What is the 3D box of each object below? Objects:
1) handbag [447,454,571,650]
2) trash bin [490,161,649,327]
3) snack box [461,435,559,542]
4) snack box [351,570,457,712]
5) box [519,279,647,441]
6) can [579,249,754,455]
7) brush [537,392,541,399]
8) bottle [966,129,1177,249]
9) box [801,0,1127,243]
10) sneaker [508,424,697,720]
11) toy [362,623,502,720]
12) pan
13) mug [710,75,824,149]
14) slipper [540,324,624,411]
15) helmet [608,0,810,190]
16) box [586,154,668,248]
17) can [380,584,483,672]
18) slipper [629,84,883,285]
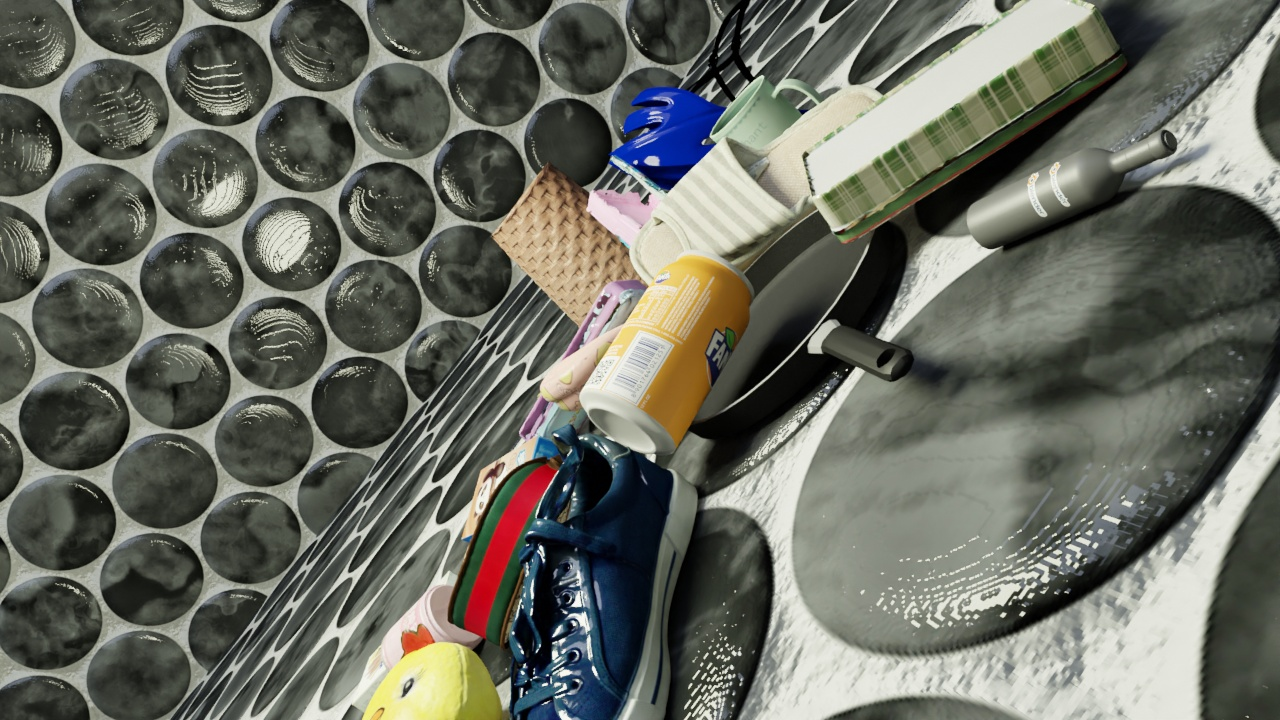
[{"bbox_3d":[-0.093,0.150,0.758,0.138,0.063,0.167,-28,-40,-74],"label":"handbag"},{"bbox_3d":[-0.076,-0.130,1.161,0.151,0.210,0.151,-48,14,15],"label":"trash bin"},{"bbox_3d":[-0.139,0.144,0.986,0.152,0.034,0.087,-32,40,51],"label":"snack box"},{"bbox_3d":[-0.246,0.301,0.980,0.150,0.026,0.082,-48,14,14],"label":"snack box"},{"bbox_3d":[-0.055,0.008,0.979,0.215,0.036,0.076,-58,-21,23],"label":"box"},{"bbox_3d":[0.022,-0.006,0.673,0.142,0.079,0.079,-58,15,-21],"label":"can"},{"bbox_3d":[-0.065,0.022,1.072,0.136,0.055,0.075,-44,-7,26],"label":"brush"},{"bbox_3d":[0.227,-0.092,0.486,0.030,0.030,0.113,-58,16,-27],"label":"bottle"},{"bbox_3d":[0.209,-0.165,0.626,0.206,0.050,0.117,-34,22,20],"label":"box"},{"bbox_3d":[-0.045,0.144,0.551,0.121,0.127,0.293,-43,18,33],"label":"sneaker"},{"bbox_3d":[-0.143,0.274,0.611,0.134,0.092,0.207,-51,22,27],"label":"toy"},{"bbox_3d":[0.115,-0.021,0.647,0.225,0.034,0.356,-50,14,2],"label":"pan"},{"bbox_3d":[0.147,-0.241,0.962,0.112,0.104,0.083,-38,19,44],"label":"mug"},{"bbox_3d":[-0.005,0.005,0.888,0.196,0.081,0.093,-31,-2,-42],"label":"slipper"},{"bbox_3d":[0.079,-0.309,1.070,0.147,0.241,0.228,-124,30,-78],"label":"helmet"},{"bbox_3d":[0.026,-0.152,0.961,0.230,0.084,0.077,47,133,52],"label":"box"},{"bbox_3d":[-0.189,0.252,0.839,0.076,0.067,0.067,-46,15,22],"label":"can"},{"bbox_3d":[0.109,-0.158,0.829,0.273,0.054,0.114,-33,61,6],"label":"slipper"}]
